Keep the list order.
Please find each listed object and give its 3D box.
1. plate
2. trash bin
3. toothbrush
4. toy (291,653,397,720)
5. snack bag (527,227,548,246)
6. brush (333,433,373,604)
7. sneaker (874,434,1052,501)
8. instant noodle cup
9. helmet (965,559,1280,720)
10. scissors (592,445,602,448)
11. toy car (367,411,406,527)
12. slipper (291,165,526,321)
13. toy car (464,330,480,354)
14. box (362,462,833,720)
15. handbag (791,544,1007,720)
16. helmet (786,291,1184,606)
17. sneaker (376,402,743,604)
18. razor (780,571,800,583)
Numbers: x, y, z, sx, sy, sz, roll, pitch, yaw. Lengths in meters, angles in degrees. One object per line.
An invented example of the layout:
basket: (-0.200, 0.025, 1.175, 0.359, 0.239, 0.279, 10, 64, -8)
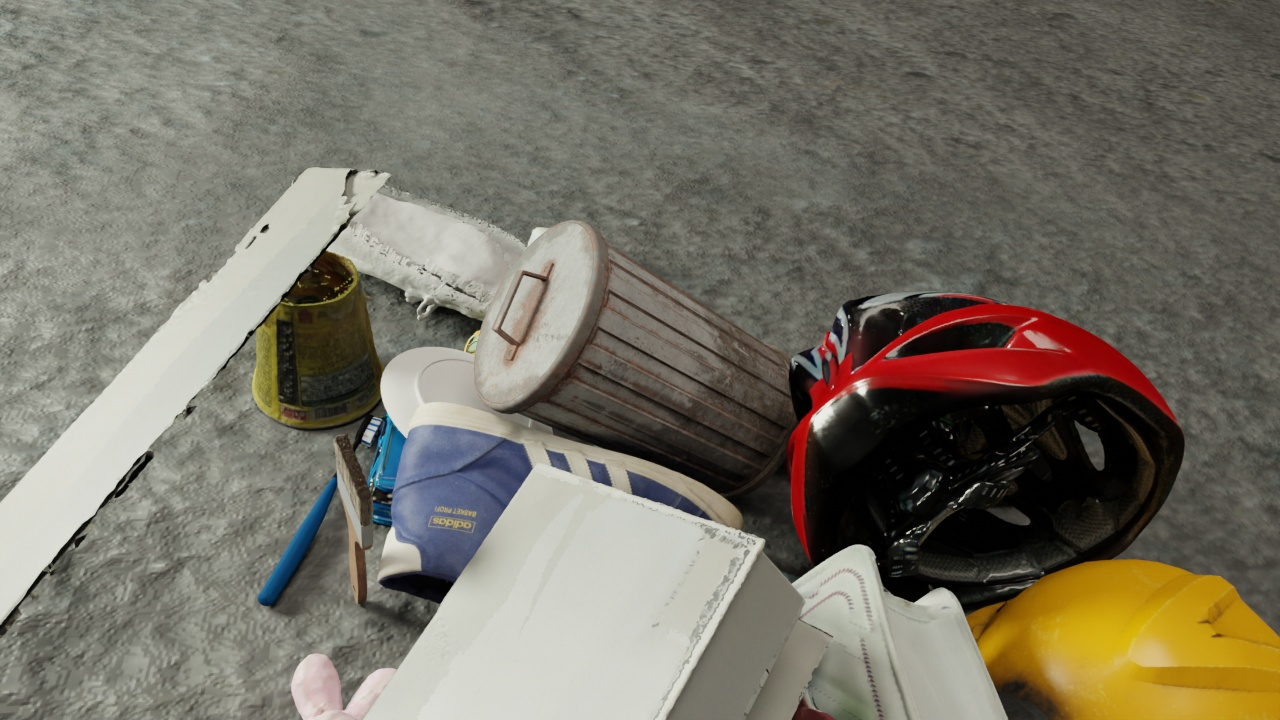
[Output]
plate: (-0.121, 0.032, 0.667, 0.134, 0.011, 0.134, 25, 30, -16)
trash bin: (-0.004, 0.004, 0.622, 0.211, 0.131, 0.130, 28, 29, -33)
toothbrush: (-0.212, 0.096, 0.619, 0.014, 0.014, 0.167, 21, 40, -5)
toy: (-0.163, 0.203, 0.478, 0.063, 0.047, 0.109, 8, 32, -1)
snack bag: (-0.025, -0.042, 0.801, 0.077, 0.041, 0.225, 3, 38, -36)
brush: (-0.162, 0.101, 0.522, 0.008, 0.143, 0.045, -16, 55, -27)
sneaker: (0.210, 0.038, 0.744, 0.239, 0.089, 0.124, 16, 29, -8)
instant noodle cup: (-0.241, -0.020, 0.678, 0.102, 0.108, 0.102, 7, 42, -6)
helmet: (0.293, 0.193, 0.532, 0.255, 0.132, 0.205, -7, 42, -22)
scissors: (-0.085, 0.074, 0.679, 0.135, 0.015, 0.135, 34, 44, 29)
toy car: (-0.159, 0.064, 0.648, 0.056, 0.044, 0.120, 6, 39, -6)
slipper: (-0.190, -0.088, 0.798, 0.247, 0.075, 0.112, 23, 54, 3)
toy car: (-0.087, -0.009, 0.749, 0.112, 0.047, 0.047, 10, 38, -8)
box: (0.021, 0.233, 0.549, 0.172, 0.404, 0.168, 19, 66, 34)
handbag: (0.108, 0.210, 0.462, 0.096, 0.142, 0.198, 30, 30, -27)
helmet: (0.212, 0.061, 0.586, 0.271, 0.218, 0.166, 25, 33, -29)
sneaker: (-0.048, 0.121, 0.573, 0.233, 0.092, 0.118, 23, 56, -14)
razor: (0.113, 0.166, 0.594, 0.143, 0.052, 0.047, 17, 41, -8)
